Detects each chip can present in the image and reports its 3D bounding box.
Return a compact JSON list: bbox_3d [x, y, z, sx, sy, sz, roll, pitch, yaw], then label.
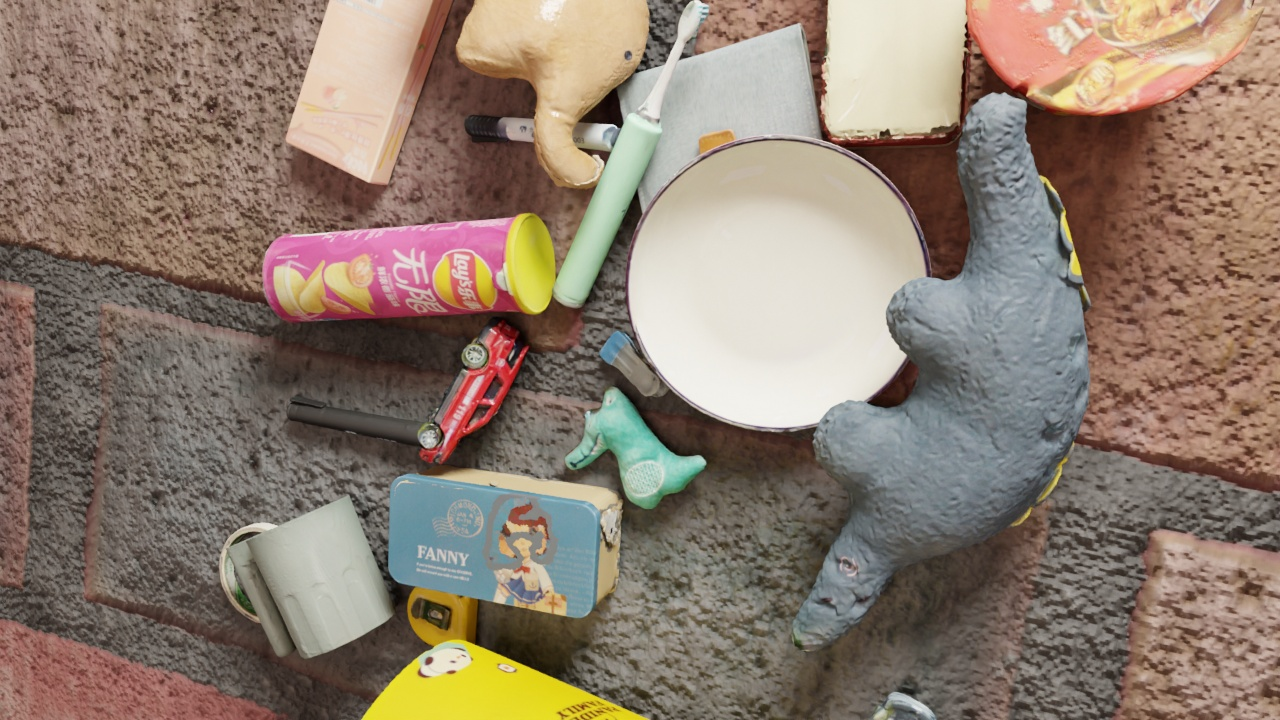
[{"bbox_3d":[-0.172,-0.065,0.679,0.211,0.071,0.071,-2,96,19],"label":"chip can"}]

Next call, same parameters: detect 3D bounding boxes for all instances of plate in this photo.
[{"bbox_3d":[0.087,-0.049,0.595,0.192,0.039,0.192,3,109,10],"label":"plate"}]

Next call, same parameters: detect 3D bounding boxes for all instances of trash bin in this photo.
[{"bbox_3d":[-0.061,0.327,0.615,0.255,0.229,0.230,21,102,21],"label":"trash bin"}]

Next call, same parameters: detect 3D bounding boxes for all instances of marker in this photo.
[{"bbox_3d":[-0.070,-0.161,0.651,0.131,0.018,0.023,13,128,27],"label":"marker"},{"bbox_3d":[-0.225,0.049,0.737,0.132,0.020,0.022,9,108,18],"label":"marker"}]

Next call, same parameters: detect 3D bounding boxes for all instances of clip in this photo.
[{"bbox_3d":[-0.003,0.004,0.659,0.057,0.029,0.025,44,105,20],"label":"clip"}]

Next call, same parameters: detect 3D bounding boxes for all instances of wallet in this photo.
[{"bbox_3d":[0.053,-0.153,0.610,0.130,0.037,0.106,-10,93,22],"label":"wallet"}]

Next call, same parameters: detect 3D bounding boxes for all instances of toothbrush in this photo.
[{"bbox_3d":[-0.009,-0.131,0.613,0.026,0.027,0.225,37,120,19],"label":"toothbrush"}]

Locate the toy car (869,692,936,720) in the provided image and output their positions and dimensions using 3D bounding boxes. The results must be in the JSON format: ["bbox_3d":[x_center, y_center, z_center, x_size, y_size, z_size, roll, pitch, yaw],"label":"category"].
[{"bbox_3d":[0.167,0.267,0.622,0.043,0.034,0.091,24,105,12],"label":"toy car"}]

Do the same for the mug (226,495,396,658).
[{"bbox_3d":[-0.267,0.178,0.736,0.124,0.083,0.103,-24,90,25],"label":"mug"}]

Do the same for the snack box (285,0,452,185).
[{"bbox_3d":[-0.206,-0.222,0.696,0.084,0.026,0.157,27,104,14],"label":"snack box"}]

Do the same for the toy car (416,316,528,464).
[{"bbox_3d":[-0.125,0.025,0.683,0.045,0.053,0.121,32,102,-6],"label":"toy car"}]

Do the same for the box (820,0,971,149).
[{"bbox_3d":[0.152,-0.215,0.549,0.091,0.076,0.168,2,96,18],"label":"box"}]

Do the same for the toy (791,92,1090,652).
[{"bbox_3d":[0.188,0.033,0.547,0.138,0.091,0.357,14,110,-11],"label":"toy"}]

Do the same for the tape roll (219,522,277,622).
[{"bbox_3d":[-0.324,0.182,0.789,0.086,0.013,0.086,2,97,19],"label":"tape roll"}]

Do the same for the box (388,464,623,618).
[{"bbox_3d":[-0.106,0.130,0.686,0.184,0.059,0.090,3,96,17],"label":"box"}]

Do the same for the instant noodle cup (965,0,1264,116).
[{"bbox_3d":[0.248,-0.197,0.501,0.138,0.108,0.138,2,97,18],"label":"instant noodle cup"}]

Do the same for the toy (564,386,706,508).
[{"bbox_3d":[-0.010,0.066,0.663,0.097,0.030,0.092,-40,78,26],"label":"toy"}]

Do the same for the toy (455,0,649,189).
[{"bbox_3d":[-0.058,-0.227,0.601,0.143,0.082,0.226,-26,82,-10],"label":"toy"}]

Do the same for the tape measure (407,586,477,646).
[{"bbox_3d":[-0.157,0.199,0.727,0.057,0.028,0.060,8,98,18],"label":"tape measure"}]
